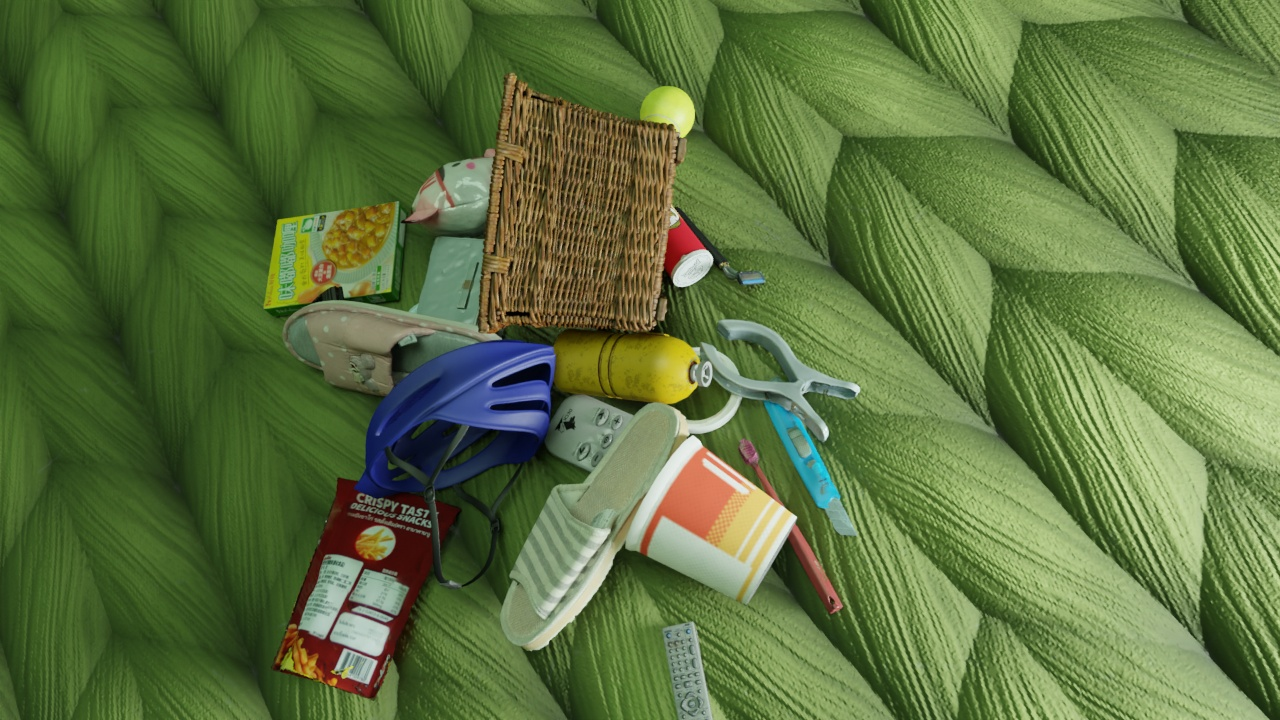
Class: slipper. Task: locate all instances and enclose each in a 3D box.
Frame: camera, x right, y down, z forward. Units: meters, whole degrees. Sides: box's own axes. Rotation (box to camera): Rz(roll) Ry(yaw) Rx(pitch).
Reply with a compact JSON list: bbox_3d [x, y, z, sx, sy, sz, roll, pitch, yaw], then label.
[{"bbox_3d":[-0.275,-0.005,1.015,0.275,0.114,0.054,5,43,13],"label":"slipper"},{"bbox_3d":[-0.051,0.152,0.888,0.272,0.054,0.114,-55,28,-7],"label":"slipper"}]

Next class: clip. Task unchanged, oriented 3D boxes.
[{"bbox_3d":[0.148,0.001,0.949,0.163,0.028,0.114,33,66,17],"label":"clip"}]

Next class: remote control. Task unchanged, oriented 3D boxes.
[{"bbox_3d":[0.047,0.313,0.847,0.033,0.013,0.136,-14,64,6],"label":"remote control"},{"bbox_3d":[-0.028,0.089,0.963,0.151,0.019,0.074,22,73,21],"label":"remote control"}]

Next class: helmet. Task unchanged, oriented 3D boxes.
[{"bbox_3d":[-0.170,0.099,0.915,0.242,0.148,0.227,-29,59,8],"label":"helmet"}]

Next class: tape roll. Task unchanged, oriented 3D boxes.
[{"bbox_3d":[0.060,0.031,0.970,0.094,0.018,0.093,-5,65,10],"label":"tape roll"}]

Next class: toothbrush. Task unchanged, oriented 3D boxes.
[{"bbox_3d":[0.143,0.157,0.895,0.016,0.016,0.189,-27,63,-1],"label":"toothbrush"}]

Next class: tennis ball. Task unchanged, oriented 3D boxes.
[{"bbox_3d":[0.032,-0.294,1.097,0.065,0.065,0.065,-5,65,10],"label":"tennis ball"}]

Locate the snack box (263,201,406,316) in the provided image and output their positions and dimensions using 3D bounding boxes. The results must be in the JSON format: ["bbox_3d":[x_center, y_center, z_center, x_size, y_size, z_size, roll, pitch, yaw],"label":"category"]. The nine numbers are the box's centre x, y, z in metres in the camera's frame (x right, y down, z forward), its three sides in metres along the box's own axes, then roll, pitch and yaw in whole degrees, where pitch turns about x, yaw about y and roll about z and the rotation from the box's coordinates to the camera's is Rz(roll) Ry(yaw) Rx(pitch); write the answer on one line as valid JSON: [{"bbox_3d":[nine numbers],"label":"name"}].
[{"bbox_3d":[-0.376,-0.126,1.134,0.168,0.027,0.131,-7,64,10],"label":"snack box"}]

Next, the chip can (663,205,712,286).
[{"bbox_3d":[0.004,-0.179,1.059,0.052,0.052,0.214,-32,63,-3],"label":"chip can"}]

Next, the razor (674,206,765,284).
[{"bbox_3d":[0.081,-0.126,1.037,0.144,0.042,0.022,48,125,30],"label":"razor"}]

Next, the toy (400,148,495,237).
[{"bbox_3d":[-0.177,-0.203,1.087,0.213,0.084,0.142,-19,30,-2],"label":"toy"}]

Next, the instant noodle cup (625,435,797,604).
[{"bbox_3d":[0.071,0.155,0.860,0.121,0.123,0.123,30,75,15],"label":"instant noodle cup"}]

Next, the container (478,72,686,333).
[{"bbox_3d":[-0.057,-0.143,0.944,0.183,0.162,0.250,8,97,-1],"label":"container"}]

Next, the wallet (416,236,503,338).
[{"bbox_3d":[-0.201,-0.078,1.053,0.100,0.054,0.131,5,70,8],"label":"wallet"}]

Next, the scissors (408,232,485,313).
[{"bbox_3d":[-0.222,-0.081,1.088,0.093,0.032,0.175,34,82,22],"label":"scissors"}]

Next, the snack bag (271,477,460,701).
[{"bbox_3d":[-0.285,0.227,0.936,0.139,0.067,0.207,11,67,12],"label":"snack bag"}]

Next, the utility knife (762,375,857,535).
[{"bbox_3d":[0.167,0.095,0.920,0.031,0.015,0.185,-27,64,3],"label":"utility knife"}]

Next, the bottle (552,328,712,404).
[{"bbox_3d":[-0.006,0.006,0.949,0.164,0.071,0.071,5,67,28],"label":"bottle"}]

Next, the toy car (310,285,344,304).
[{"bbox_3d":[-0.379,-0.051,1.081,0.092,0.037,0.040,-35,60,33],"label":"toy car"}]
